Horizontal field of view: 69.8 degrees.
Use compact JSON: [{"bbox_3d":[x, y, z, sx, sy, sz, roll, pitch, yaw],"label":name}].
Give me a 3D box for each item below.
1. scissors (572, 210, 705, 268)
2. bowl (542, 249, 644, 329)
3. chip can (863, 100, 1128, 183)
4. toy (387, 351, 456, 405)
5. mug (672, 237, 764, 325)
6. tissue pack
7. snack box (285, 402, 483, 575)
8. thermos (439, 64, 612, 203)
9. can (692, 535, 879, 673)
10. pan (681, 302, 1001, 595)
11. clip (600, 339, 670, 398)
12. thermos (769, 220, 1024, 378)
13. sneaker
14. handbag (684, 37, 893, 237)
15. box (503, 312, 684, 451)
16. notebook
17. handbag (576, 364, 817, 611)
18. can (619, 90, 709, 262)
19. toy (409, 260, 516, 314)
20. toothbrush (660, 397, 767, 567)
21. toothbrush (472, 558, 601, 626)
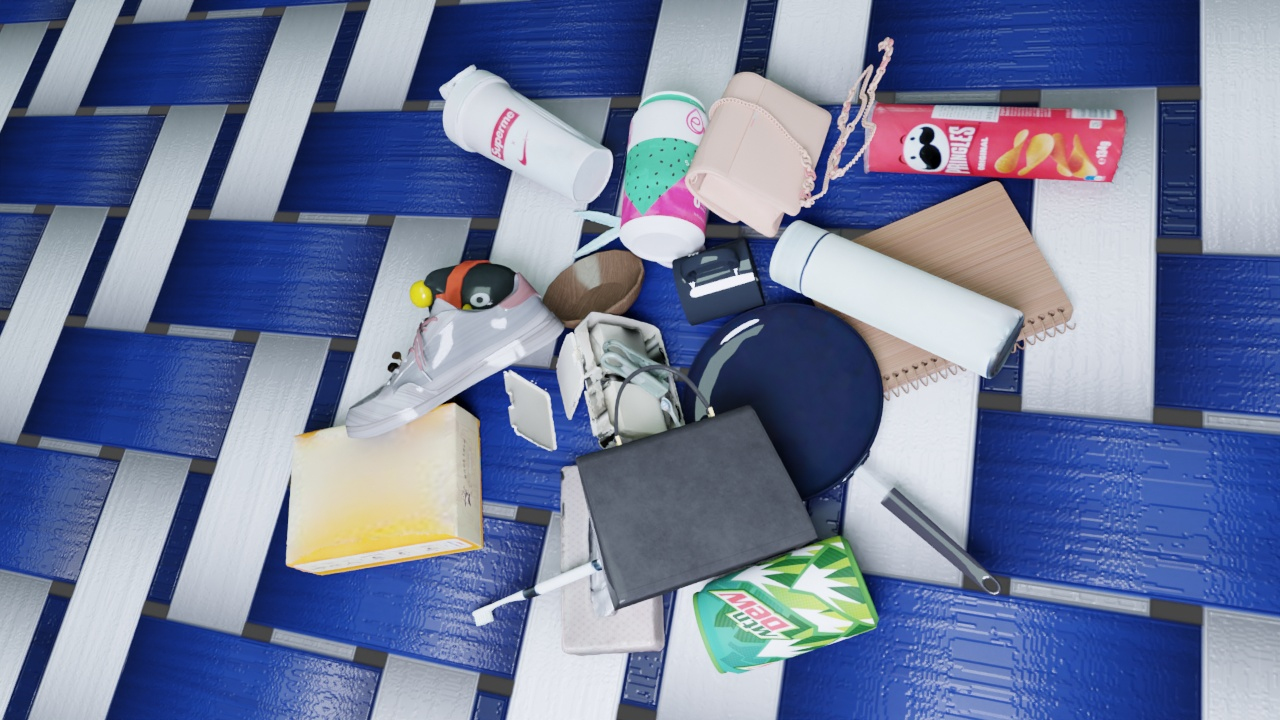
[{"bbox_3d":[0.004,-0.142,1.014,0.172,0.014,0.158,-29,64,5],"label":"scissors"},{"bbox_3d":[-0.046,-0.070,0.978,0.118,0.030,0.117,-17,39,14],"label":"bowl"},{"bbox_3d":[0.342,-0.215,0.901,0.233,0.073,0.073,7,72,20],"label":"chip can"},{"bbox_3d":[-0.239,0.023,0.982,0.076,0.100,0.062,14,68,23],"label":"toy"},{"bbox_3d":[0.075,-0.084,0.917,0.077,0.105,0.071,-16,71,12],"label":"mug"},{"bbox_3d":[-0.027,0.183,0.873,0.104,0.071,0.181,-8,64,16],"label":"tissue pack"},{"bbox_3d":[-0.270,0.133,0.958,0.195,0.080,0.145,-12,66,13],"label":"snack box"},{"bbox_3d":[-0.137,-0.263,1.063,0.220,0.099,0.099,32,82,22],"label":"thermos"},{"bbox_3d":[0.125,0.214,0.799,0.144,0.083,0.083,-22,65,9],"label":"can"},{"bbox_3d":[0.184,0.087,0.846,0.199,0.021,0.356,-50,59,4],"label":"pan"},{"bbox_3d":[-0.006,0.007,0.882,0.023,0.076,0.047,-40,30,37],"label":"clip"},{"bbox_3d":[0.233,-0.061,0.855,0.230,0.068,0.068,28,80,26],"label":"thermos"},{"bbox_3d":[-0.196,-0.011,0.904,0.236,0.099,0.089,-30,100,-12],"label":"sneaker"},{"bbox_3d":[0.143,-0.246,0.898,0.116,0.188,0.198,29,59,-10],"label":"handbag"},{"bbox_3d":[-0.067,0.034,0.901,0.101,0.194,0.143,-41,50,39],"label":"box"},{"bbox_3d":[0.282,-0.064,0.890,0.210,0.022,0.169,-22,64,9],"label":"notebook"},{"bbox_3d":[0.032,0.096,0.814,0.175,0.072,0.195,-16,73,-10],"label":"handbag"},{"bbox_3d":[0.028,-0.193,0.967,0.088,0.088,0.165,-2,69,17],"label":"can"},{"bbox_3d":[-0.170,-0.063,0.991,0.119,0.099,0.097,-6,112,28],"label":"toy"},{"bbox_3d":[0.067,0.115,0.868,0.022,0.024,0.185,-35,76,24],"label":"toothbrush"},{"bbox_3d":[-0.093,0.218,0.867,0.187,0.012,0.017,-29,71,30],"label":"toothbrush"}]
